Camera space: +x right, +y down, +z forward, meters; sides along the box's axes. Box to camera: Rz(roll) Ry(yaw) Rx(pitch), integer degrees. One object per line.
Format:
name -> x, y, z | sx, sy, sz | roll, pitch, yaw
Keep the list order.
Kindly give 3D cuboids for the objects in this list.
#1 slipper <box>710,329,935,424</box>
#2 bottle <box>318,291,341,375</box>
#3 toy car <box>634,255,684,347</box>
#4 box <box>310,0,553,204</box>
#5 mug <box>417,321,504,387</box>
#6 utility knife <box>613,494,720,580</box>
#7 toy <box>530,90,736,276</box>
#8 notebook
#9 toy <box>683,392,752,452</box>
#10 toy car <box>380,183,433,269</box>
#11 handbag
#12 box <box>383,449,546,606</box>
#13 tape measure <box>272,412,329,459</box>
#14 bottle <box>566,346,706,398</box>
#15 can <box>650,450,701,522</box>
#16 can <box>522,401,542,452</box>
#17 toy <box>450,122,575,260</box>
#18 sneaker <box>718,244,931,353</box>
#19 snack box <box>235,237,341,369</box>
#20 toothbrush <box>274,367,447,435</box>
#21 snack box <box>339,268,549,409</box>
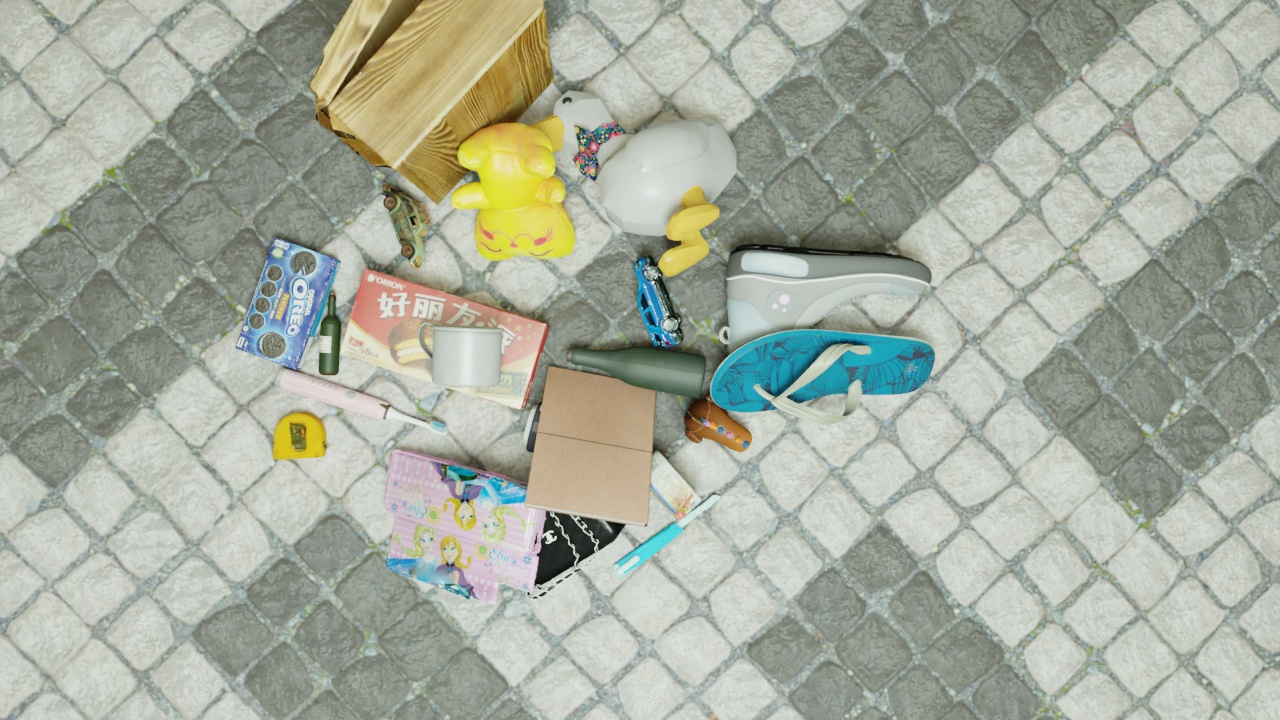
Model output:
slipper -> 0.234, 0.019, 1.129 | 0.294, 0.060, 0.118 | -3, 119, -11
bottle -> -0.392, -0.034, 1.161 | 0.025, 0.025, 0.106 | 3, 91, -2
toy car -> 0.019, -0.073, 1.157 | 0.044, 0.056, 0.120 | -18, 95, 12
box -> -0.241, -0.322, 1.038 | 0.176, 0.279, 0.247 | 41, 89, -6
mug -> -0.216, -0.008, 1.083 | 0.113, 0.084, 0.070 | 5, 94, 27
utility knife -> 0.036, 0.227, 1.180 | 0.169, 0.015, 0.022 | -35, 92, 1
toy -> 0.002, -0.239, 1.121 | 0.246, 0.141, 0.267 | -24, 66, -18
notebook -> -0.054, 0.099, 1.105 | 0.141, 0.008, 0.208 | 10, 47, -6
toy -> 0.097, 0.085, 1.140 | 0.090, 0.103, 0.070 | 31, 95, 5
toy car -> -0.286, -0.173, 1.150 | 0.047, 0.047, 0.112 | -19, 92, 4
handbag -> -0.112, 0.198, 1.109 | 0.154, 0.114, 0.125 | -34, 93, 24
box -> -0.222, 0.207, 1.115 | 0.231, 0.035, 0.159 | 10, 92, 28
tape measure -> -0.429, 0.095, 1.160 | 0.068, 0.030, 0.059 | -2, 93, -2
bottle -> -0.007, 0.007, 1.158 | 0.174, 0.055, 0.055 | 10, 90, 0
can -> 0.033, 0.156, 1.145 | 0.043, 0.086, 0.086 | -42, 92, -3
can -> -0.080, 0.097, 1.152 | 0.127, 0.064, 0.064 | 15, 90, -2
toy -> -0.152, -0.198, 1.099 | 0.134, 0.194, 0.087 | -2, 56, 3
sneaker -> 0.231, -0.061, 1.154 | 0.256, 0.093, 0.160 | 5, 99, -3
snack box -> -0.444, -0.071, 1.158 | 0.082, 0.027, 0.150 | 19, 90, -2
toothbrush -> -0.351, 0.055, 1.163 | 0.222, 0.027, 0.027 | 18, 51, -2
snack box -> -0.241, -0.027, 1.148 | 0.236, 0.060, 0.113 | 17, 90, -2
